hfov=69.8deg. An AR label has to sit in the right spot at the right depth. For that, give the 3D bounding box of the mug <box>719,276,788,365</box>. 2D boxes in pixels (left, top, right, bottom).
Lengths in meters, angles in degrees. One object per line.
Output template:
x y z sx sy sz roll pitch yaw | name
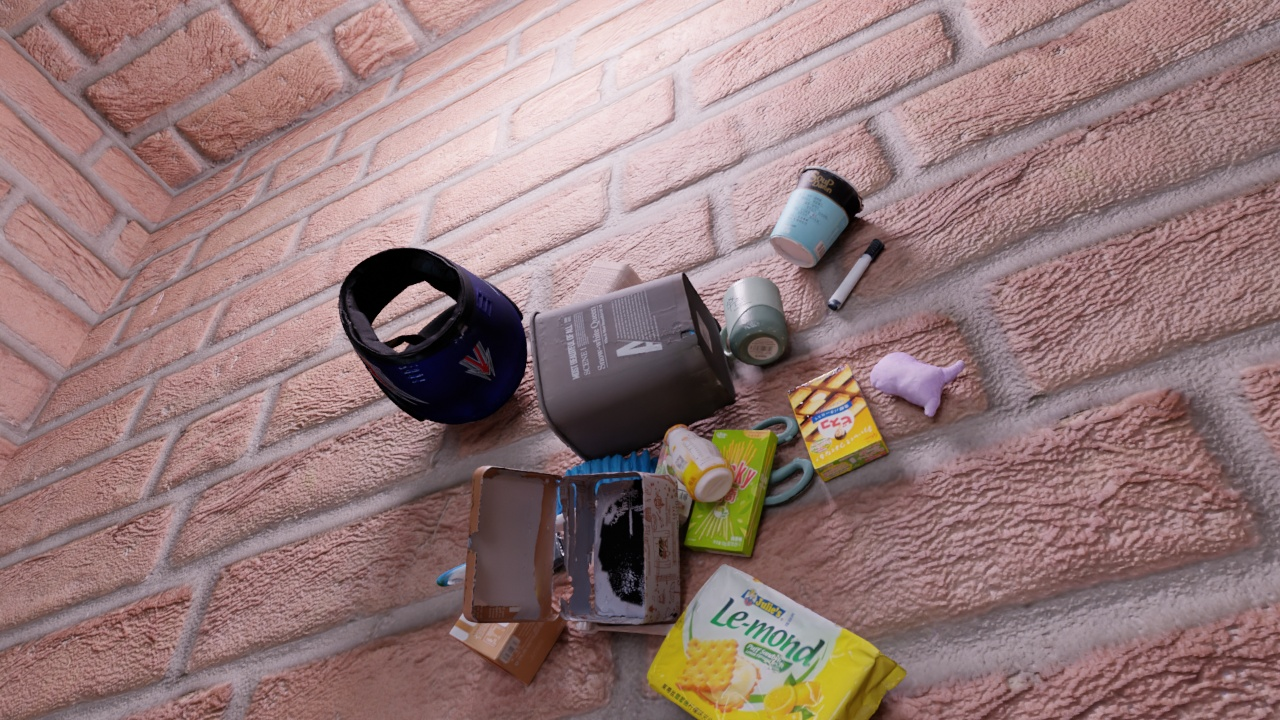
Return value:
0.152 -0.044 1.288 0.112 0.082 0.106 -41 33 32 | mug

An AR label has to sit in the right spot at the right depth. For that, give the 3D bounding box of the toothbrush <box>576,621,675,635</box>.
0.001 0.317 1.085 0.180 0.016 0.016 -8 60 31 | toothbrush

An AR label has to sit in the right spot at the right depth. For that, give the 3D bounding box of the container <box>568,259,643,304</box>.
-0.054 -0.089 1.481 0.090 0.090 0.110 13 63 44 | container

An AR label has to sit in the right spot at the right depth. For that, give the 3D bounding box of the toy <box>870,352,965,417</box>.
0.329 0.020 1.114 0.083 0.039 0.108 -50 37 -15 | toy

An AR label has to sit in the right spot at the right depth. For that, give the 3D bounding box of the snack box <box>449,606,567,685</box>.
-0.164 0.333 1.146 0.094 0.077 0.092 11 59 42 | snack box

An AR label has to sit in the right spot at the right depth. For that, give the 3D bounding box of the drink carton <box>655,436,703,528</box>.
0.045 0.151 1.180 0.046 0.053 0.122 118 173 -52 | drink carton

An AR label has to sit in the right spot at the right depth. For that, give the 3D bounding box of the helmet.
-0.325 -0.029 1.494 0.316 0.240 0.247 31 73 38 | helmet

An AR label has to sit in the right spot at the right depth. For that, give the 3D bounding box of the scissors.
0.136 0.130 1.166 0.179 0.019 0.161 -18 46 29 | scissors

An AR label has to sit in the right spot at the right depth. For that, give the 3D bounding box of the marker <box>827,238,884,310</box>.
0.305 -0.121 1.293 0.023 0.018 0.130 22 66 37 | marker

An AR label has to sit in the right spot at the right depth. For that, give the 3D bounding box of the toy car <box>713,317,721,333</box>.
0.094 -0.023 1.335 0.035 0.042 0.090 -4 49 37 | toy car

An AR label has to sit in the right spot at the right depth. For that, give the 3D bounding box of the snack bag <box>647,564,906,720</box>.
0.127 0.323 0.940 0.247 0.068 0.157 21 66 47 | snack bag

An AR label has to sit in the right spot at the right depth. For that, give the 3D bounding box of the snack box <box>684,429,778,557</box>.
0.112 0.160 1.126 0.086 0.026 0.156 -1 61 39 | snack box

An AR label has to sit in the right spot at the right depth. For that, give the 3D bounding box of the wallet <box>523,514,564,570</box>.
-0.154 0.257 1.264 0.097 0.019 0.120 -33 37 7 | wallet

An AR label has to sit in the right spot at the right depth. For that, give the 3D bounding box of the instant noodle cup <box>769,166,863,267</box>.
0.252 -0.206 1.357 0.111 0.111 0.120 22 74 47 | instant noodle cup

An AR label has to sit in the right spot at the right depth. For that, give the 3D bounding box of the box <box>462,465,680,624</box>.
-0.067 0.214 1.060 0.158 0.217 0.180 -10 72 44 | box

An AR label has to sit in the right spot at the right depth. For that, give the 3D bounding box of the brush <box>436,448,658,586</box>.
-0.116 0.205 1.193 0.314 0.061 0.109 -14 49 -5 | brush

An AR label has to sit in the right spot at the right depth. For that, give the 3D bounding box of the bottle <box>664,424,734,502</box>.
0.068 0.122 1.122 0.063 0.063 0.108 -37 43 0 | bottle

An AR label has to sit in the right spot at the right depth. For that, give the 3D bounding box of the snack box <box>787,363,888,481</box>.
0.241 0.075 1.133 0.087 0.034 0.140 -27 41 14 | snack box

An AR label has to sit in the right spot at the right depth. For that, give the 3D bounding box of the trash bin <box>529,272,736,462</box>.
-0.007 0.007 1.228 0.220 0.198 0.198 -22 54 15 | trash bin
